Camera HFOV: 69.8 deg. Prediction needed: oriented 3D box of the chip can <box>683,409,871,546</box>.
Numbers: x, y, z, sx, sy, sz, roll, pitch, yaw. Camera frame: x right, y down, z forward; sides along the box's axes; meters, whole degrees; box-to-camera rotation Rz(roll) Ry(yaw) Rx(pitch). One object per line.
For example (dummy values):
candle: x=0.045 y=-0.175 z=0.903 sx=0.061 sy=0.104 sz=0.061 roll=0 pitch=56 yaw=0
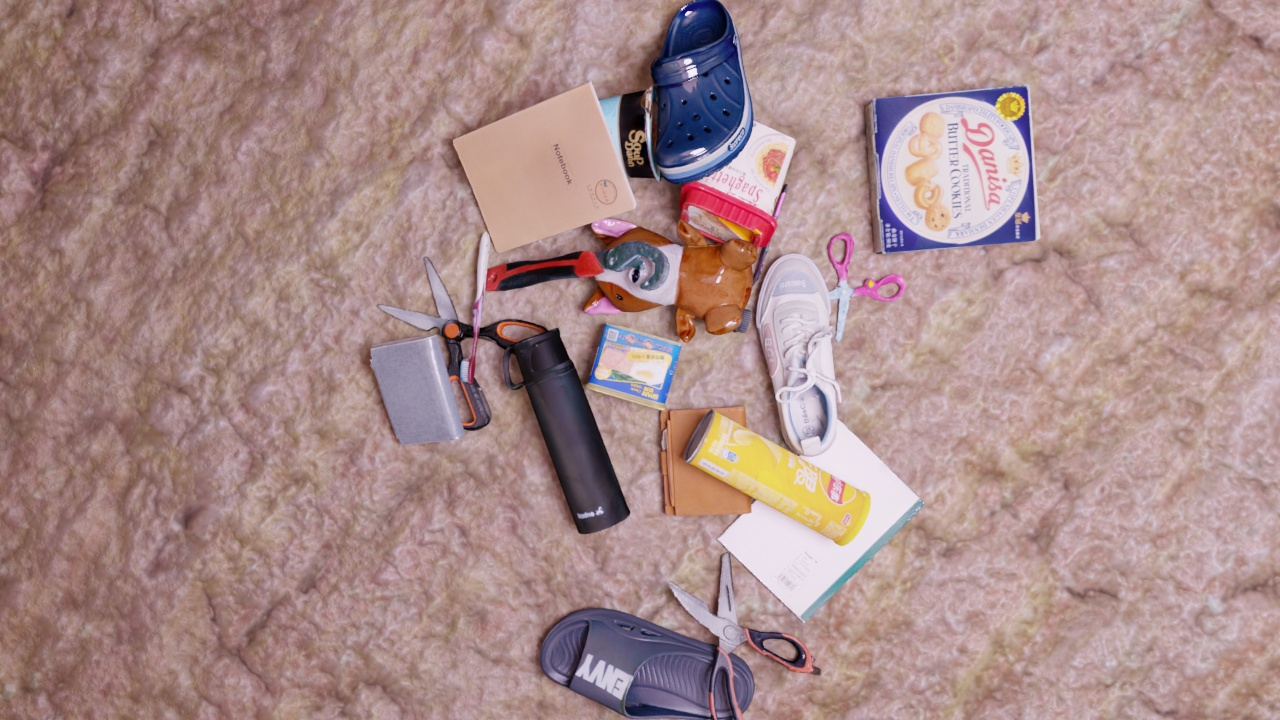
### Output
chip can: x=0.158 y=0.137 z=1.066 sx=0.213 sy=0.072 sz=0.072 roll=28 pitch=94 yaw=-4

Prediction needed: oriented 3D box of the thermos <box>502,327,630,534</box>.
thermos: x=-0.093 y=0.086 z=1.107 sx=0.090 sy=0.068 sz=0.242 roll=-18 pitch=95 yaw=29

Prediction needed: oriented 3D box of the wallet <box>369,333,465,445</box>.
wallet: x=-0.273 y=0.037 z=1.122 sx=0.107 sy=0.036 sz=0.130 roll=-7 pitch=104 yaw=28

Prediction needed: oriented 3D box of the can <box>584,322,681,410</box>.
can: x=-0.007 y=0.006 z=1.107 sx=0.102 sy=0.057 sz=0.083 roll=16 pitch=91 yaw=3

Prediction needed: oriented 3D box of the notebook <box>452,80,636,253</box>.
notebook: x=-0.116 y=-0.219 z=1.069 sx=0.208 sy=0.008 sz=0.148 roll=-12 pitch=106 yaw=32

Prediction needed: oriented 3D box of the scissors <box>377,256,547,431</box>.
scissors: x=-0.215 y=-0.022 z=1.142 sx=0.232 sy=0.021 sz=0.221 roll=-3 pitch=87 yaw=4

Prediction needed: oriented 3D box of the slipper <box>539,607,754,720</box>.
slipper: x=0.008 y=0.377 z=1.110 sx=0.268 sy=0.083 sz=0.110 roll=13 pitch=92 yaw=2

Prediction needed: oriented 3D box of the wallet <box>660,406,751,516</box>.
wallet: x=0.078 y=0.123 z=1.116 sx=0.108 sy=0.031 sz=0.131 roll=-4 pitch=88 yaw=6

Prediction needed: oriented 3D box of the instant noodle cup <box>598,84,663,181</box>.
instant noodle cup: x=-0.037 y=-0.263 z=1.077 sx=0.120 sy=0.111 sz=0.111 roll=-1 pitch=92 yaw=13

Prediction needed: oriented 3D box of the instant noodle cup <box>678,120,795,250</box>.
instant noodle cup: x=0.117 y=-0.205 z=1.065 sx=0.116 sy=0.117 sz=0.124 roll=24 pitch=83 yaw=3

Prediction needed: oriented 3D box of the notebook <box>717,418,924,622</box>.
notebook: x=0.219 y=0.196 z=1.118 sx=0.150 sy=0.012 sz=0.209 roll=44 pitch=95 yaw=1

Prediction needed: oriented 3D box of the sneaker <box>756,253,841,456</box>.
sneaker: x=0.183 y=-0.006 z=1.066 sx=0.089 sy=0.090 sz=0.242 roll=-7 pitch=88 yaw=10

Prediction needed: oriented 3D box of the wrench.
wrench: x=-0.082 y=-0.104 z=1.062 sx=0.274 sy=0.016 sz=0.056 roll=0 pitch=79 yaw=36

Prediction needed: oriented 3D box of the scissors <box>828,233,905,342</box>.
scissors: x=0.248 y=-0.091 z=1.103 sx=0.133 sy=0.017 sz=0.135 roll=-16 pitch=94 yaw=9

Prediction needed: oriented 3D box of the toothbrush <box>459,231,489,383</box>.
toothbrush: x=-0.202 y=-0.065 z=1.124 sx=0.017 sy=0.016 sz=0.187 roll=6 pitch=88 yaw=13

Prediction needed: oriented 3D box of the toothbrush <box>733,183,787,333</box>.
toothbrush: x=0.149 y=-0.122 z=1.110 sx=0.018 sy=0.014 sz=0.189 roll=18 pitch=93 yaw=-6

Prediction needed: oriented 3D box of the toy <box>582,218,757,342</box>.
toy: x=0.031 y=-0.096 z=1.072 sx=0.200 sy=0.130 sz=0.140 roll=14 pitch=99 yaw=13

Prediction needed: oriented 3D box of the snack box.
snack box: x=0.363 y=-0.221 z=1.072 sx=0.182 sy=0.045 sz=0.178 roll=-5 pitch=93 yaw=5

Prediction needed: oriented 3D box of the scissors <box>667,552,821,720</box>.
scissors: x=0.113 y=0.347 z=1.105 sx=0.223 sy=0.015 sz=0.188 roll=33 pitch=71 yaw=-3

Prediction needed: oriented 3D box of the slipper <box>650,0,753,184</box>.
slipper: x=0.064 y=-0.316 z=1.020 sx=0.105 sy=0.095 sz=0.252 roll=-9 pitch=59 yaw=26
